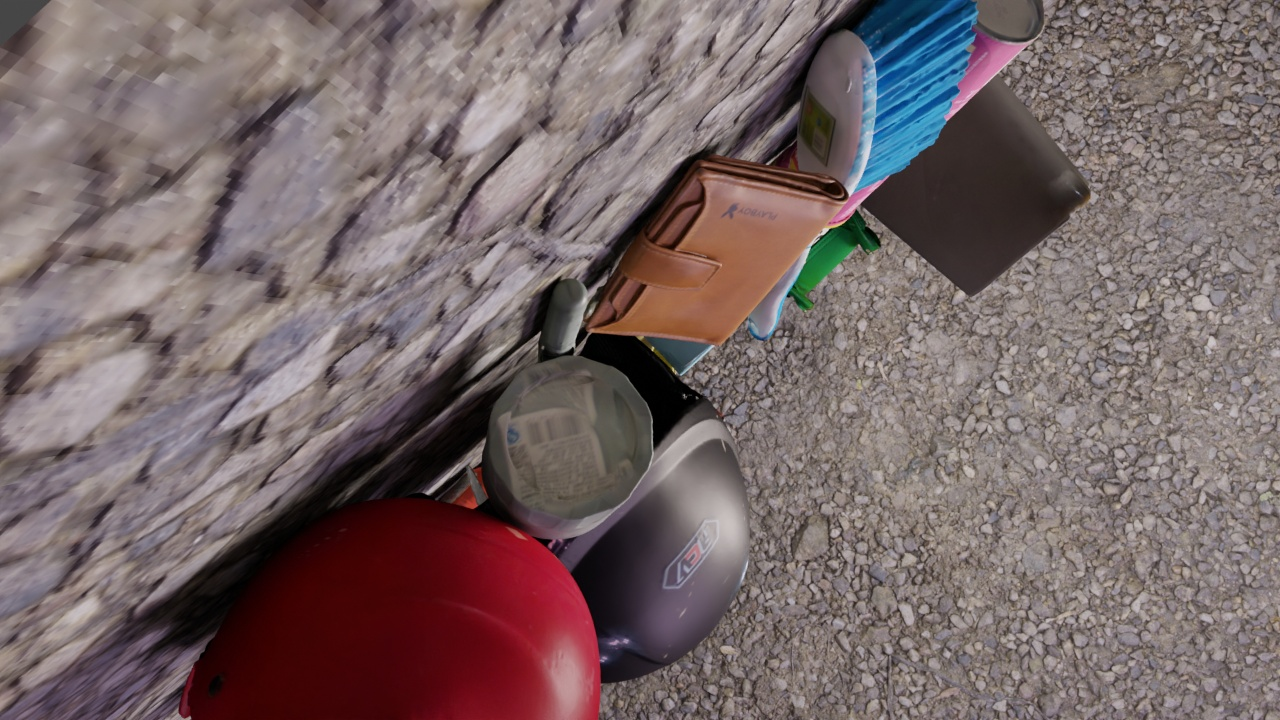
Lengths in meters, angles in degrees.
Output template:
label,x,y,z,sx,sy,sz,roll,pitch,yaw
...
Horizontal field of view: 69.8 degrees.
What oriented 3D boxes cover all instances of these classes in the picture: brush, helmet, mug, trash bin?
label,x,y,z,sx,sy,sz,roll,pitch,yaw
brush,0.119,-0.104,0.574,0.109,0.060,0.315,-35,161,-9
helmet,-0.120,0.156,0.498,0.241,0.207,0.143,-38,-148,59
mug,-0.041,0.028,0.479,0.083,0.123,0.103,0,166,-10
trash bin,0.341,-0.207,0.982,0.200,0.220,0.198,-46,177,30
helmet,-0.029,0.121,0.677,0.233,0.230,0.275,-43,-167,-23

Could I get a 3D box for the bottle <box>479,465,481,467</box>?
label,x,y,z,sx,sy,sz,roll,pitch,yaw
bottle,-0.158,0.129,0.973,0.195,0.044,0.080,-43,175,-1

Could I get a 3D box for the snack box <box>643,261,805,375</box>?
label,x,y,z,sx,sy,sz,roll,pitch,yaw
snack box,0.062,-0.063,0.745,0.174,0.074,0.052,-39,175,-47

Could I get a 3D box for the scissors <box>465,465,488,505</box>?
label,x,y,z,sx,sy,sz,roll,pitch,yaw
scissors,-0.118,0.158,0.808,0.012,0.175,0.162,100,-12,-47

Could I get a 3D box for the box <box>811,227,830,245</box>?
label,x,y,z,sx,sy,sz,roll,pitch,yaw
box,0.130,-0.145,0.861,0.163,0.081,0.075,-41,146,0

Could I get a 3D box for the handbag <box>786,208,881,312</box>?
label,x,y,z,sx,sy,sz,roll,pitch,yaw
handbag,0.191,-0.133,1.041,0.131,0.120,0.067,-45,-178,18

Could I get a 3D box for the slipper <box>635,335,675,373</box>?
label,x,y,z,sx,sy,sz,roll,pitch,yaw
slipper,-0.005,0.005,0.834,0.191,0.081,0.091,-47,173,28

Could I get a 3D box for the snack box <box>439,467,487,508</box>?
label,x,y,z,sx,sy,sz,roll,pitch,yaw
snack box,-0.157,0.147,0.883,0.091,0.082,0.080,-18,-149,56

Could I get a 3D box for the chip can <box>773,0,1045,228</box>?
label,x,y,z,sx,sy,sz,roll,pitch,yaw
chip can,0.165,-0.169,0.605,0.071,0.071,0.211,-41,176,-29

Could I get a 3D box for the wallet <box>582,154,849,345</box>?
label,x,y,z,sx,sy,sz,roll,pitch,yaw
wallet,0.033,-0.058,0.509,0.118,0.035,0.131,0,145,-35
